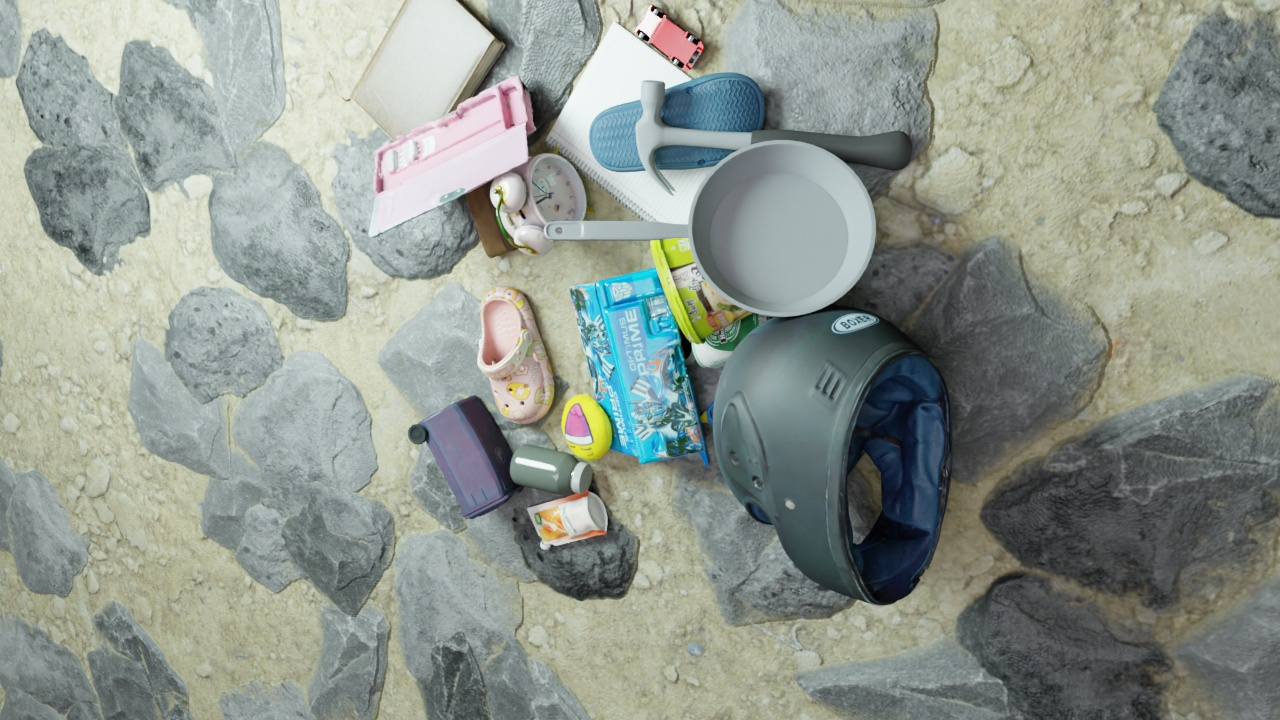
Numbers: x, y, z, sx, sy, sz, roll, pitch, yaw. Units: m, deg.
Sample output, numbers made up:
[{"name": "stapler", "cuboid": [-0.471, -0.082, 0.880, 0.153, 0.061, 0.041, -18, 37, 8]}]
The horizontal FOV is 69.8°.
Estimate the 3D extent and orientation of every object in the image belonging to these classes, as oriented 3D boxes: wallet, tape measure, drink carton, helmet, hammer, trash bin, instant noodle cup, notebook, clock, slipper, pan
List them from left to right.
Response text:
[{"name": "notebook", "cuboid": [-0.306, -0.402, 1.235, 0.190, 0.034, 0.216, 44, 116, 7]}, {"name": "trash bin", "cuboid": [-0.246, 0.142, 1.327, 0.092, 0.093, 0.161, -28, 90, 18]}, {"name": "wallet", "cuboid": [-0.184, -0.209, 1.241, 0.099, 0.026, 0.121, -16, 96, 23]}, {"name": "slipper", "cuboid": [-0.181, -0.003, 1.266, 0.093, 0.081, 0.197, -6, 100, 23]}, {"name": "clock", "cuboid": [-0.131, -0.195, 1.145, 0.059, 0.157, 0.117, -11, 114, 38]}, {"name": "drink carton", "cuboid": [-0.109, 0.232, 1.328, 0.122, 0.038, 0.069, -20, 95, 33]}, {"name": "notebook", "cuboid": [0.014, -0.274, 1.144, 0.245, 0.013, 0.178, 39, 115, 9]}, {"name": "tape measure", "cuboid": [0.047, -0.025, 1.195, 0.064, 0.016, 0.065, -11, 99, 26]}, {"name": "slipper", "cuboid": [0.044, -0.277, 1.095, 0.214, 0.059, 0.104, -11, 109, 12]}, {"name": "pan", "cuboid": [0.075, -0.141, 1.006, 0.357, 0.051, 0.200, -2, 78, 4]}, {"name": "instant noodle cup", "cuboid": [0.082, -0.100, 1.093, 0.098, 0.146, 0.146, -21, 95, 11]}, {"name": "hammer", "cuboid": [0.148, -0.244, 1.046, 0.311, 0.029, 0.125, 6, 113, 6]}, {"name": "helmet", "cuboid": [0.203, 0.093, 1.040, 0.236, 0.248, 0.316, 14, 117, 50]}]

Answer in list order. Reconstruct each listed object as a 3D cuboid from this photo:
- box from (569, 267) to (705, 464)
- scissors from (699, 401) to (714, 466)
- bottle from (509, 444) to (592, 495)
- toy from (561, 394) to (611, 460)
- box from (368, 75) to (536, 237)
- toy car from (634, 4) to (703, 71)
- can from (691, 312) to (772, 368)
[{"name": "box", "cuboid": [-0.017, 0.012, 1.190, 0.171, 0.071, 0.243, -7, 102, 34]}, {"name": "scissors", "cuboid": [0.065, 0.078, 1.217, 0.127, 0.015, 0.126, 44, 115, 11]}, {"name": "bottle", "cuboid": [-0.126, 0.156, 1.296, 0.108, 0.060, 0.060, 10, 108, 21]}, {"name": "toy", "cuboid": [-0.073, 0.092, 1.258, 0.096, 0.041, 0.094, 4, 105, 49]}, {"name": "box", "cuboid": [-0.239, -0.251, 1.163, 0.233, 0.039, 0.178, -21, 51, 16]}, {"name": "toy car", "cuboid": [0.034, -0.386, 1.097, 0.089, 0.025, 0.038, 40, 116, 8]}, {"name": "can", "cuboid": [0.118, -0.025, 1.144, 0.101, 0.053, 0.053, -18, 96, 26]}]
